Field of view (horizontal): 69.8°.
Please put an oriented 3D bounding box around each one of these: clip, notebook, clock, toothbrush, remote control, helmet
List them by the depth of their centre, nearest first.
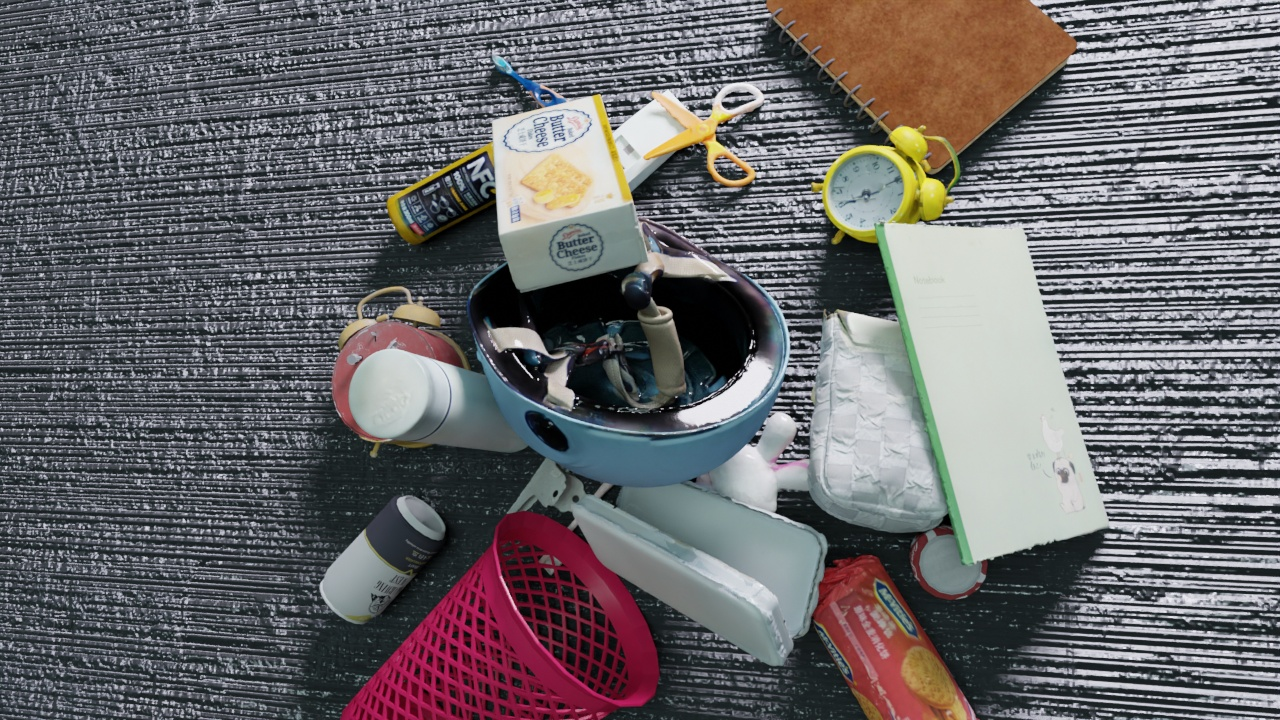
[{"bbox_3d":[0.269,0.016,0.698,0.010,0.181,0.252,-27,71,54],"label":"notebook"},{"bbox_3d":[-0.004,0.004,0.748,0.266,0.167,0.224,31,56,34],"label":"helmet"},{"bbox_3d":[0.208,-0.146,0.770,0.119,0.057,0.083,-22,84,28],"label":"clock"},{"bbox_3d":[0.238,-0.290,0.811,0.167,0.024,0.225,-41,74,6],"label":"notebook"},{"bbox_3d":[-0.032,0.121,0.830,0.018,0.015,0.181,39,94,10],"label":"toothbrush"},{"bbox_3d":[-0.080,0.114,0.838,0.054,0.038,0.101,36,93,30],"label":"clip"},{"bbox_3d":[-0.013,-0.192,0.865,0.143,0.024,0.049,-41,74,6],"label":"remote control"},{"bbox_3d":[-0.233,0.006,0.868,0.117,0.081,0.158,-17,78,12],"label":"clock"},{"bbox_3d":[-0.098,-0.263,0.904,0.135,0.017,0.021,40,95,17],"label":"toothbrush"}]

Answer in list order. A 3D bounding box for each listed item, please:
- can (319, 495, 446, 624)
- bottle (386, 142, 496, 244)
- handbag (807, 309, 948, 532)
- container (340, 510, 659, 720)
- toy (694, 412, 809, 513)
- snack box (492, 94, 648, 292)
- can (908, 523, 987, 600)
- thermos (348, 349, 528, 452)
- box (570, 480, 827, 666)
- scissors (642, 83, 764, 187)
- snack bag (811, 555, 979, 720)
[{"bbox_3d":[-0.242,0.188,0.853,0.064,0.064,0.127,44,95,17],"label":"can"},{"bbox_3d":[-0.153,-0.175,0.887,0.186,0.053,0.053,-25,76,11],"label":"bottle"},{"bbox_3d":[0.185,0.055,0.717,0.112,0.123,0.171,11,60,3],"label":"handbag"},{"bbox_3d":[-0.129,0.268,0.763,0.226,0.183,0.183,-42,74,14],"label":"container"},{"bbox_3d":[0.091,0.102,0.787,0.126,0.037,0.076,-33,79,15],"label":"toy"},{"bbox_3d":[-0.063,-0.145,0.761,0.104,0.057,0.207,-14,39,0],"label":"snack box"},{"bbox_3d":[0.236,0.154,0.708,0.054,0.096,0.054,-2,81,15],"label":"can"},{"bbox_3d":[-0.152,0.039,0.763,0.068,0.230,0.068,-2,81,16],"label":"thermos"},{"bbox_3d":[0.054,0.151,0.757,0.216,0.108,0.109,22,53,38],"label":"box"},{"bbox_3d":[0.063,-0.215,0.845,0.125,0.011,0.129,39,85,5],"label":"scissors"},{"bbox_3d":[0.195,0.238,0.720,0.082,0.082,0.176,-32,74,9],"label":"snack bag"}]
